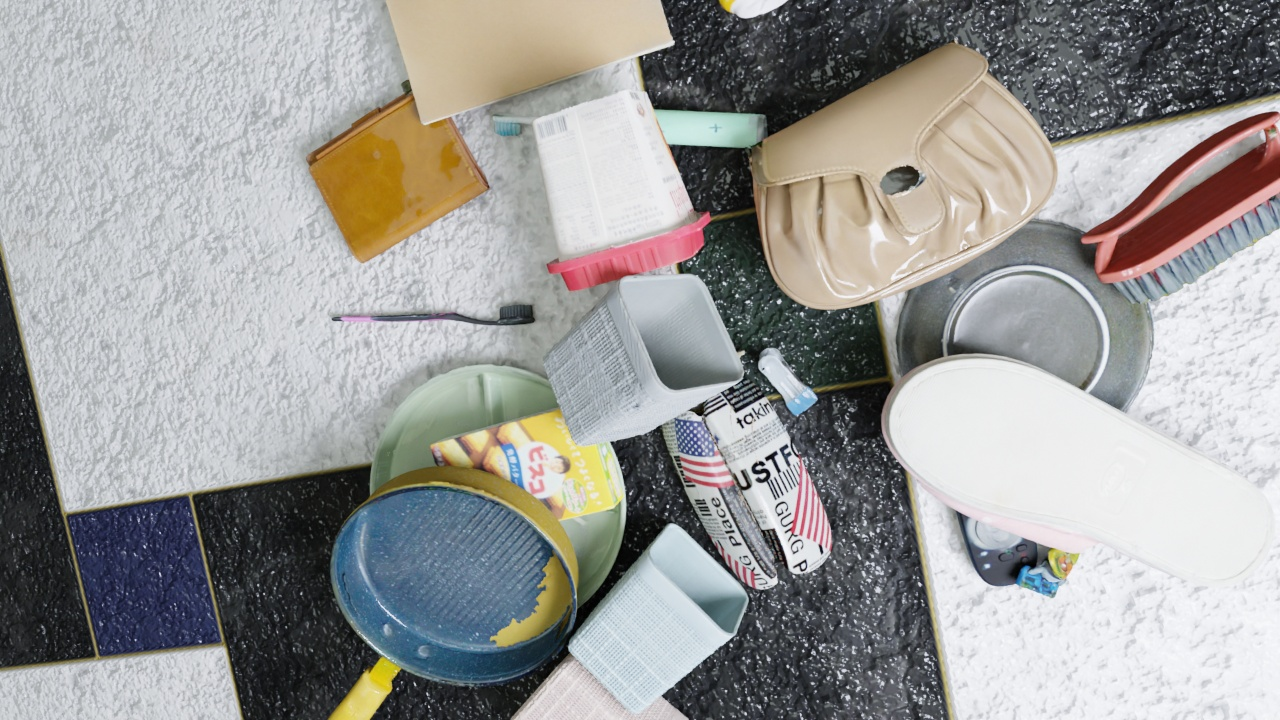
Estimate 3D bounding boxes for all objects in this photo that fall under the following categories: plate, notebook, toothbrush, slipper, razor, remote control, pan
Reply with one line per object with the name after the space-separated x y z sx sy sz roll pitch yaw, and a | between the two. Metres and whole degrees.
0.281 -0.013 0.674 0.179 0.024 0.179 2 97 14 | plate
-0.095 -0.290 0.724 0.211 0.012 0.149 -16 91 6 | notebook
-0.180 -0.039 0.786 0.189 0.014 0.017 1 86 14 | toothbrush
0.299 0.076 0.639 0.274 0.054 0.114 21 93 1 | slipper
0.329 0.112 0.672 0.042 0.022 0.143 24 98 -28 | razor
-0.012 -0.185 0.723 0.225 0.026 0.027 6 121 12 | toothbrush
-0.121 0.116 0.782 0.230 0.027 0.230 1 96 13 | plate
0.261 0.104 0.686 0.053 0.024 0.136 -16 103 6 | remote control
-0.194 0.237 0.749 0.197 0.078 0.358 36 115 -9 | pan

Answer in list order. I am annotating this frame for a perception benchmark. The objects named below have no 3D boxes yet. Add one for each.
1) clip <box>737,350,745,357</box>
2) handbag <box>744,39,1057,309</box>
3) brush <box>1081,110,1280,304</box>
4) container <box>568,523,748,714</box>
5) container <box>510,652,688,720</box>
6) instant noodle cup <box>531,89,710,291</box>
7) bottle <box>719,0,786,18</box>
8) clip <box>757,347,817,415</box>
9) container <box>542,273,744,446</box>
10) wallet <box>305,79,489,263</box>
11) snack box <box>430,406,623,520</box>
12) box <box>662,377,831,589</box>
0.030 -0.004 0.730 0.100 0.035 0.098 -15 97 22 | clip
0.177 -0.124 0.647 0.205 0.099 0.147 -26 86 11 | handbag
0.373 -0.101 0.619 0.146 0.063 0.069 -36 104 13 | brush
0.012 0.207 0.729 0.090 0.089 0.112 44 106 6 | container
-0.037 0.300 0.752 0.111 0.090 0.090 42 103 9 | container
-0.019 -0.128 0.678 0.117 0.116 0.124 -14 102 14 | instant noodle cup
0.074 -0.311 0.670 0.063 0.063 0.108 -20 92 14 | bottle
0.114 0.016 0.723 0.024 0.028 0.057 -39 95 16 | clip
-0.004 0.004 0.675 0.115 0.090 0.090 -37 69 41 | container
-0.209 -0.164 0.768 0.131 0.035 0.119 -28 87 11 | wallet
-0.092 0.090 0.741 0.140 0.033 0.087 -15 93 13 | snack box
0.080 0.098 0.729 0.086 0.075 0.162 -25 94 47 | box
